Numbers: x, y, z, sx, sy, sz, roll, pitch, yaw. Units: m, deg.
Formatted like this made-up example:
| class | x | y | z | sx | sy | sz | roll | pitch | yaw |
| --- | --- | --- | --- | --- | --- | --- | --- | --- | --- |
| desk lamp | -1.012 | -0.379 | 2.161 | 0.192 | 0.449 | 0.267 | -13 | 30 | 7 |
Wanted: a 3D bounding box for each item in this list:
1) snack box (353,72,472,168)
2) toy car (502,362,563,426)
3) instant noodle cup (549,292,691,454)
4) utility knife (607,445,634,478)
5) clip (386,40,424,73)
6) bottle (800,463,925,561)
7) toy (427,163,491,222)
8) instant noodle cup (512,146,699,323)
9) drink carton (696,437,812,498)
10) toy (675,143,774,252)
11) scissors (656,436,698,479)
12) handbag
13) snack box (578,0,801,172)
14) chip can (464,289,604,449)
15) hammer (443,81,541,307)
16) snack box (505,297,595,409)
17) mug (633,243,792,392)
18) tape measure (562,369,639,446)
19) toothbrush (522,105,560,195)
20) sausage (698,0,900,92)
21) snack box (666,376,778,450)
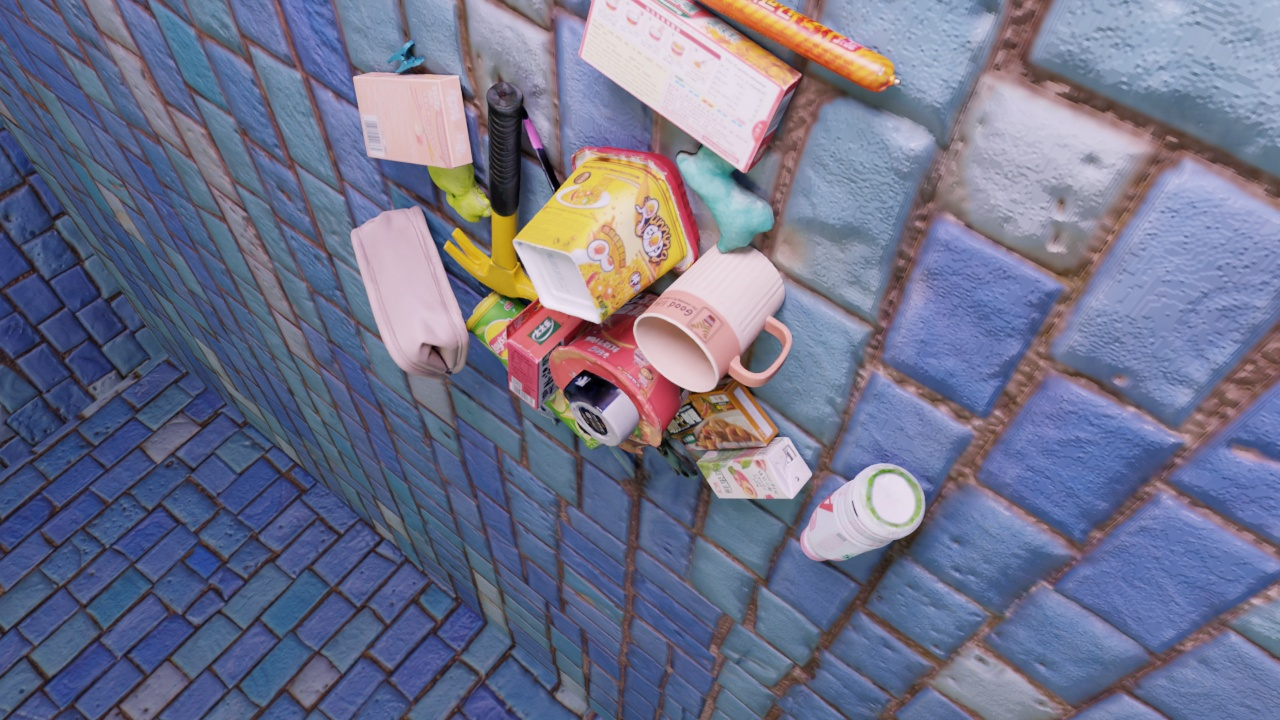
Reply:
| class | x | y | z | sx | sy | sz | roll | pitch | yaw |
| --- | --- | --- | --- | --- | --- | --- | --- | --- | --- |
| snack box | -0.230 | -0.242 | 0.920 | 0.157 | 0.026 | 0.084 | 17 | 122 | 40 |
| toy car | -0.141 | 0.036 | 1.204 | 0.120 | 0.036 | 0.054 | 48 | 170 | 0 |
| instant noodle cup | -0.005 | 0.005 | 0.907 | 0.138 | 0.108 | 0.138 | 33 | 151 | 20 |
| utility knife | -0.067 | 0.072 | 1.186 | 0.216 | 0.015 | 0.033 | 54 | 158 | -16 |
| clip | -0.229 | -0.293 | 0.890 | 0.057 | 0.014 | 0.047 | -2 | 131 | 53 |
| bottle | 0.204 | 0.158 | 0.891 | 0.068 | 0.068 | 0.197 | 40 | 156 | 7 |
| toy | -0.195 | -0.190 | 0.971 | 0.100 | 0.031 | 0.097 | 51 | 153 | -18 |
| instant noodle cup | -0.031 | -0.103 | 0.772 | 0.116 | 0.123 | 0.116 | 19 | 144 | 40 |
| drink carton | 0.118 | 0.113 | 0.963 | 0.053 | 0.045 | 0.123 | 56 | 150 | -12 |
| toy | 0.068 | -0.131 | 0.703 | 0.092 | 0.030 | 0.097 | 48 | 142 | -13 |
| scissors | 0.032 | 0.102 | 1.045 | 0.171 | 0.019 | 0.177 | 42 | 166 | 43 |
| handbag | -0.271 | -0.061 | 1.147 | 0.234 | 0.093 | 0.193 | 93 | 156 | -70 |
| snack box | 0.030 | -0.205 | 0.637 | 0.156 | 0.026 | 0.077 | 38 | 142 | 11 |
| chip can | -0.108 | 0.010 | 1.094 | 0.221 | 0.072 | 0.073 | 44 | 153 | -2 |
| hammer | -0.135 | -0.155 | 0.908 | 0.129 | 0.032 | 0.301 | 24 | 151 | 4 |
| snack box | -0.088 | -0.024 | 0.972 | 0.044 | 0.113 | 0.127 | 37 | 152 | 15 |
| mug | 0.071 | -0.030 | 0.757 | 0.114 | 0.105 | 0.082 | 35 | 152 | 17 |
| tape measure | -0.034 | 0.047 | 0.849 | 0.066 | 0.033 | 0.066 | 26 | 150 | 35 |
| toothbrush | -0.075 | -0.158 | 0.877 | 0.018 | 0.014 | 0.189 | 3 | 133 | 30 |
| sausage | 0.089 | -0.208 | 0.571 | 0.165 | 0.021 | 0.021 | 34 | 152 | 17 |
| snack box | 0.072 | 0.058 | 0.969 | 0.075 | 0.026 | 0.154 | 52 | 152 | -15 |
